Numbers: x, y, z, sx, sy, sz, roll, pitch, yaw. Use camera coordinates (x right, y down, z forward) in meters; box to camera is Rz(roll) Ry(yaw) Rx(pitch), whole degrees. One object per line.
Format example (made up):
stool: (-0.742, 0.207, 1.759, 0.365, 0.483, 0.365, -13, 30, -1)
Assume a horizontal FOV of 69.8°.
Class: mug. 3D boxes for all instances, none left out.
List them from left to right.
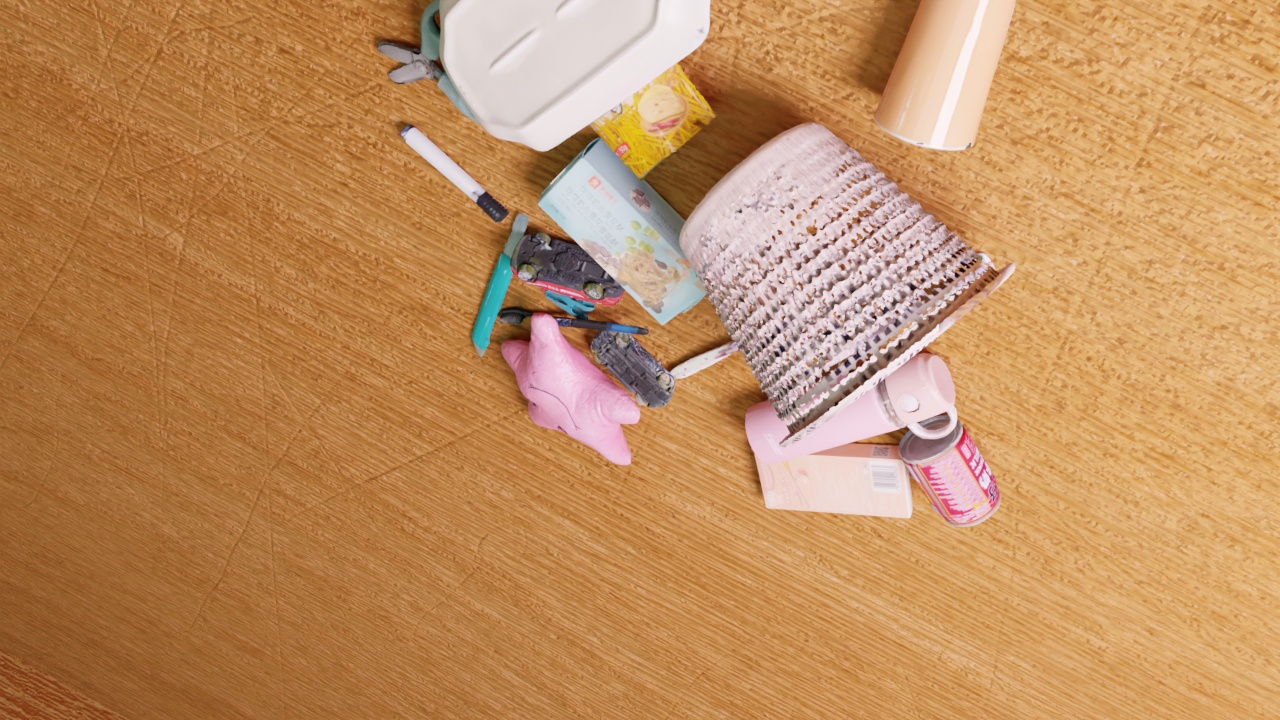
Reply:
mug: (0.227, -0.225, 0.667, 0.078, 0.078, 0.123, 19, 126, 10)

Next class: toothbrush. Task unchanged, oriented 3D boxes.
toothbrush: (-0.074, -0.038, 0.966, 0.190, 0.016, 0.014, 9, 143, 30)
toothbrush: (0.098, -0.020, 0.922, 0.188, 0.017, 0.016, -27, 114, 40)
toothbrush: (0.238, -0.039, 0.840, 0.021, 0.029, 0.190, 13, 145, -38)

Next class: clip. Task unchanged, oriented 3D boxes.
clip: (-0.075, -0.062, 0.967, 0.057, 0.014, 0.048, 28, 134, 0)

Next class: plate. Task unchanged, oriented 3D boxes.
plate: (-0.065, -0.268, 0.716, 0.266, 0.034, 0.162, -23, 106, 37)

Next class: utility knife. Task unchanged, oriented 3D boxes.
utility knife: (-0.151, -0.079, 0.986, 0.029, 0.013, 0.210, 48, 137, 19)

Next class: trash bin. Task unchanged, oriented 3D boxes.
trash bin: (0.144, -0.071, 0.736, 0.192, 0.226, 0.228, 51, 131, 8)

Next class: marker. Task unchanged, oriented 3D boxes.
marker: (-0.186, -0.186, 0.919, 0.130, 0.018, 0.023, 41, 140, -10)

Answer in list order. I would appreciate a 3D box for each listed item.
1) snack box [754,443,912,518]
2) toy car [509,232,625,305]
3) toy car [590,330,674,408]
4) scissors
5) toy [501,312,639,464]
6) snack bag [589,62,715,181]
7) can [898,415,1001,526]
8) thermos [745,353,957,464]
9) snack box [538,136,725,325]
snack box: (0.205, 0.125, 0.976, 0.157, 0.026, 0.084, 1, 127, 24)
toy car: (-0.071, -0.088, 0.918, 0.120, 0.052, 0.045, 18, 153, 5)
toy car: (-0.006, 0.006, 0.975, 0.105, 0.031, 0.049, 46, 134, -8)
scissors: (-0.173, -0.279, 0.825, 0.177, 0.019, 0.170, 25, 147, 12)
toy: (-0.077, 0.043, 1.005, 0.194, 0.074, 0.179, 46, 148, -3)
snack bag: (-0.034, -0.257, 0.766, 0.208, 0.073, 0.129, 49, 141, -11)
can: (0.302, 0.109, 0.893, 0.067, 0.066, 0.094, -23, 114, 35)
thermos: (0.206, 0.055, 0.895, 0.199, 0.067, 0.087, -21, 109, 34)
snack box: (-0.007, -0.120, 0.865, 0.175, 0.051, 0.074, 43, 131, -12)
